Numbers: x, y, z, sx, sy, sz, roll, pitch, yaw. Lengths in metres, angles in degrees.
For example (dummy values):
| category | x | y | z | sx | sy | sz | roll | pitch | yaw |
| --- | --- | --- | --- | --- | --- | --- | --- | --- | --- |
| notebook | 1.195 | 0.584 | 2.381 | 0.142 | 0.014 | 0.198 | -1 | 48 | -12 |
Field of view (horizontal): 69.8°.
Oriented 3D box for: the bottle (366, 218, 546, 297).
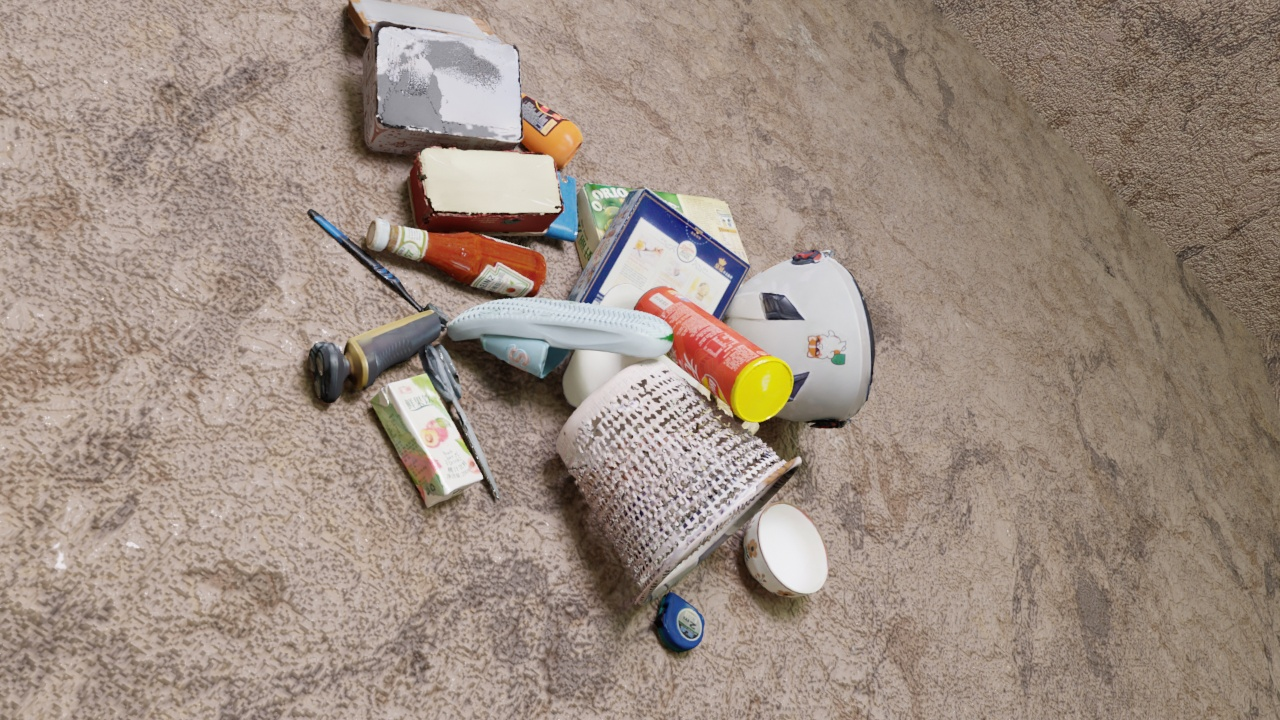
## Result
| category | x | y | z | sx | sy | sz | roll | pitch | yaw |
| --- | --- | --- | --- | --- | --- | --- | --- | --- | --- |
| bottle | -0.204 | -0.118 | 1.033 | 0.205 | 0.060 | 0.059 | 12 | 54 | -35 |

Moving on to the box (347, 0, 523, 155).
| category | x | y | z | sx | sy | sz | roll | pitch | yaw |
| --- | --- | --- | --- | --- | --- | --- | --- | --- | --- |
| box | -0.248 | -0.360 | 1.109 | 0.178 | 0.126 | 0.273 | 0 | 56 | -27 |

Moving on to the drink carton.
| category | x | y | z | sx | sy | sz | roll | pitch | yaw |
| --- | --- | --- | --- | --- | --- | --- | --- | --- | --- |
| drink carton | -0.210 | 0.078 | 0.898 | 0.053 | 0.046 | 0.122 | -21 | 78 | -52 |

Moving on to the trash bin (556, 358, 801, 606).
| category | x | y | z | sx | sy | sz | roll | pitch | yaw |
| --- | --- | --- | --- | --- | --- | --- | --- | --- | --- |
| trash bin | 0.024 | 0.114 | 0.972 | 0.192 | 0.228 | 0.226 | 48 | 40 | 15 |

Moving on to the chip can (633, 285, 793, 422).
| category | x | y | z | sx | sy | sz | roll | pitch | yaw |
| --- | --- | --- | --- | --- | --- | --- | --- | --- | --- |
| chip can | 0.070 | -0.012 | 0.986 | 0.073 | 0.073 | 0.216 | 10 | 19 | -36 |

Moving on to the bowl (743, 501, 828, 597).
| category | x | y | z | sx | sy | sz | roll | pitch | yaw |
| --- | --- | --- | --- | --- | --- | --- | --- | --- | --- |
| bowl | 0.166 | 0.234 | 1.104 | 0.113 | 0.062 | 0.113 | 21 | 50 | -27 |

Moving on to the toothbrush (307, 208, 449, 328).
| category | x | y | z | sx | sy | sz | roll | pitch | yaw |
| --- | --- | --- | --- | --- | --- | --- | --- | --- | --- |
| toothbrush | -0.280 | -0.100 | 0.986 | 0.189 | 0.016 | 0.014 | 42 | 35 | -9 |

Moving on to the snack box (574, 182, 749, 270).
| category | x | y | z | sx | sy | sz | roll | pitch | yaw |
| --- | --- | --- | --- | --- | --- | --- | --- | --- | --- |
| snack box | 0.026 | -0.167 | 1.244 | 0.239 | 0.063 | 0.114 | -1 | 62 | -33 |

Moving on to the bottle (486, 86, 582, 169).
| category | x | y | z | sx | sy | sz | roll | pitch | yaw |
| --- | --- | --- | --- | --- | --- | --- | --- | --- | --- |
| bottle | -0.150 | -0.321 | 1.226 | 0.149 | 0.067 | 0.066 | 37 | 43 | -5 |

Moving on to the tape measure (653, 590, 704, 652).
| category | x | y | z | sx | sy | sz | roll | pitch | yaw |
| --- | --- | --- | --- | --- | --- | --- | --- | --- | --- |
| tape measure | 0.041 | 0.285 | 0.987 | 0.058 | 0.025 | 0.054 | 39 | 45 | -16 |

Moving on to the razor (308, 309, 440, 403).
| category | x | y | z | sx | sy | sz | roll | pitch | yaw |
| --- | --- | --- | --- | --- | --- | --- | --- | --- | --- |
| razor | -0.262 | -0.014 | 0.920 | 0.068 | 0.062 | 0.167 | 26 | 32 | 19 |

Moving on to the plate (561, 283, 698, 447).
| category | x | y | z | sx | sy | sz | roll | pitch | yaw |
| --- | --- | --- | --- | --- | --- | --- | --- | --- | --- |
| plate | -0.006 | 0.006 | 1.094 | 0.164 | 0.034 | 0.163 | 32 | 79 | -22 |

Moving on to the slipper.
| category | x | y | z | sx | sy | sz | roll | pitch | yaw |
| --- | --- | --- | --- | --- | --- | --- | --- | --- | --- |
| slipper | -0.086 | -0.022 | 0.990 | 0.245 | 0.074 | 0.103 | 6 | 18 | 13 |

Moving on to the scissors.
| category | x | y | z | sx | sy | sz | roll | pitch | yaw |
| --- | --- | --- | --- | --- | --- | --- | --- | --- | --- |
| scissors | -0.180 | 0.060 | 0.955 | 0.175 | 0.014 | 0.135 | 59 | 9 | -30 |

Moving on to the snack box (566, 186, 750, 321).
| category | x | y | z | sx | sy | sz | roll | pitch | yaw |
| --- | --- | --- | --- | --- | --- | --- | --- | --- | --- |
| snack box | 0.023 | -0.091 | 1.146 | 0.178 | 0.046 | 0.182 | 33 | 80 | -23 |

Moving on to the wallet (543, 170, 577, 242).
| category | x | y | z | sx | sy | sz | roll | pitch | yaw |
| --- | --- | --- | --- | --- | --- | --- | --- | --- | --- |
| wallet | -0.145 | -0.206 | 1.160 | 0.133 | 0.040 | 0.106 | 11 | 56 | -26 |

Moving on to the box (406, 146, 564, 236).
| category | x | y | z | sx | sy | sz | roll | pitch | yaw |
| --- | --- | --- | --- | --- | --- | --- | --- | --- | --- |
| box | -0.177 | -0.200 | 1.065 | 0.168 | 0.080 | 0.091 | -4 | 75 | -29 |

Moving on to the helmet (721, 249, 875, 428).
| category | x | y | z | sx | sy | sz | roll | pitch | yaw |
| --- | --- | --- | --- | --- | --- | --- | --- | --- | --- |
| helmet | 0.184 | -0.022 | 1.187 | 0.157 | 0.274 | 0.230 | -8 | 96 | -4 |

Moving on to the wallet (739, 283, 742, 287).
| category | x | y | z | sx | sy | sz | roll | pitch | yaw |
| --- | --- | --- | --- | --- | --- | --- | --- | --- | --- |
| wallet | 0.098 | -0.129 | 1.331 | 0.115 | 0.024 | 0.087 | 43 | 41 | -7 |

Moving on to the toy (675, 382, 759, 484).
| category | x | y | z | sx | sy | sz | roll | pitch | yaw |
| --- | --- | --- | --- | --- | --- | --- | --- | --- | --- |
| toy | 0.094 | 0.086 | 1.155 | 0.105 | 0.066 | 0.157 | 0 | 52 | -4 |
